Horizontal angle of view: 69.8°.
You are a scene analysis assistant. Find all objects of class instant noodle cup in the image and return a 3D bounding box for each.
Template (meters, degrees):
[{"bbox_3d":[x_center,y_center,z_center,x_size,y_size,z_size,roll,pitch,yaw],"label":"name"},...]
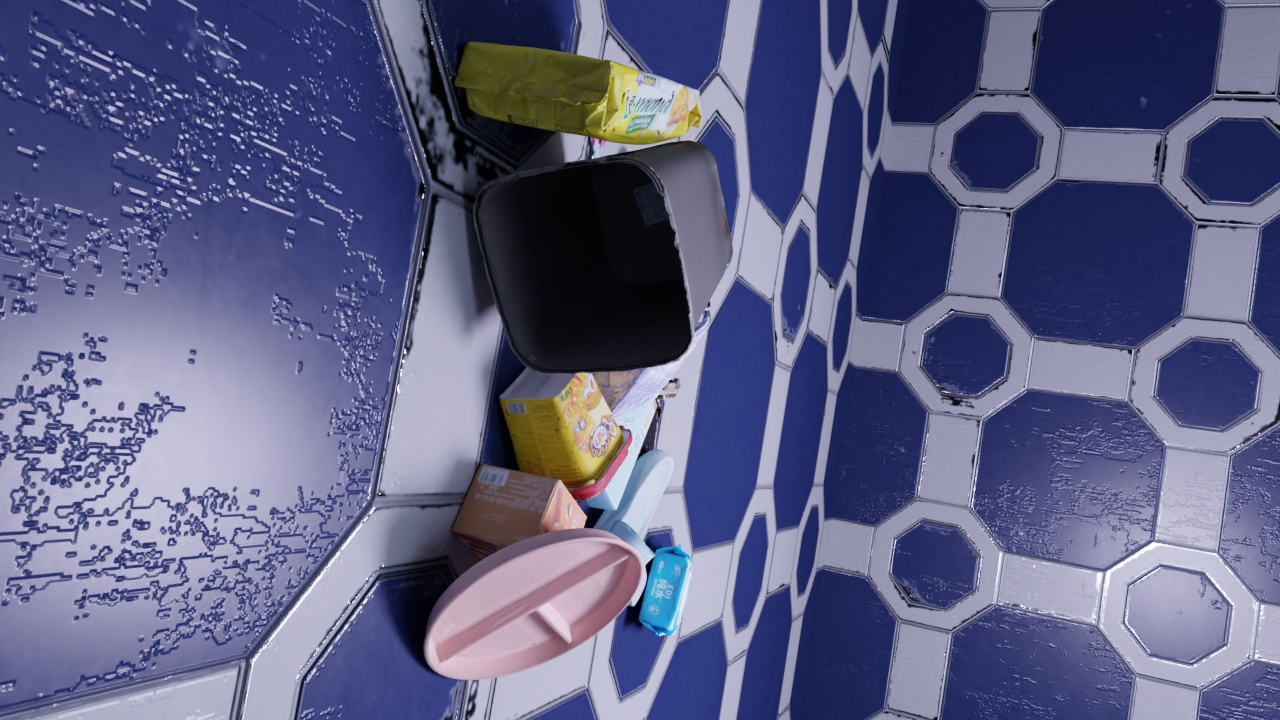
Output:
[{"bbox_3d":[-0.085,0.071,0.986,0.115,0.116,0.124,-53,132,-49],"label":"instant noodle cup"}]

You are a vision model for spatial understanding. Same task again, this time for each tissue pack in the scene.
[{"bbox_3d":[0.042,0.357,1.421,0.090,0.063,0.139,76,28,-69],"label":"tissue pack"}]

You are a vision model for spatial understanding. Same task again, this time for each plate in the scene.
[{"bbox_3d":[-0.105,0.241,0.912,0.028,0.229,0.230,59,-4,37],"label":"plate"}]

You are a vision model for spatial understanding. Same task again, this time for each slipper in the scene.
[{"bbox_3d":[-0.011,0.232,1.221,0.244,0.074,0.104,-60,153,-21],"label":"slipper"}]

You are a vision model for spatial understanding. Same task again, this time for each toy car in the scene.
[{"bbox_3d":[0.001,0.109,1.290,0.056,0.037,0.122,15,82,-64],"label":"toy car"},{"bbox_3d":[0.027,0.039,1.322,0.090,0.042,0.035,6,93,-68],"label":"toy car"}]

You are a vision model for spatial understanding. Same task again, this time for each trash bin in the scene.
[{"bbox_3d":[-0.017,-0.120,0.918,0.219,0.199,0.199,-48,129,-58],"label":"trash bin"}]

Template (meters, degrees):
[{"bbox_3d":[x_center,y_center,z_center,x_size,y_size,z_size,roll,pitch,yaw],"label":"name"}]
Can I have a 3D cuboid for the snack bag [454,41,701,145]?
[{"bbox_3d":[-0.052,-0.250,0.884,0.246,0.158,0.068,-21,123,-64],"label":"snack bag"}]

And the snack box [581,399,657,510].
[{"bbox_3d":[-0.034,0.100,1.182,0.074,0.052,0.174,68,36,-48],"label":"snack box"}]

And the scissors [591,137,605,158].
[{"bbox_3d":[-0.054,-0.248,1.066,0.105,0.017,0.136,38,66,-66],"label":"scissors"}]

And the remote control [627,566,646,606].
[{"bbox_3d":[-0.015,0.291,1.336,0.058,0.021,0.150,-59,149,-44],"label":"remote control"}]

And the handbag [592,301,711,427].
[{"bbox_3d":[-0.006,0.006,1.066,0.133,0.075,0.194,-30,165,-40],"label":"handbag"}]

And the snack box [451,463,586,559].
[{"bbox_3d":[-0.121,0.167,0.938,0.094,0.093,0.076,65,39,-53],"label":"snack box"}]
